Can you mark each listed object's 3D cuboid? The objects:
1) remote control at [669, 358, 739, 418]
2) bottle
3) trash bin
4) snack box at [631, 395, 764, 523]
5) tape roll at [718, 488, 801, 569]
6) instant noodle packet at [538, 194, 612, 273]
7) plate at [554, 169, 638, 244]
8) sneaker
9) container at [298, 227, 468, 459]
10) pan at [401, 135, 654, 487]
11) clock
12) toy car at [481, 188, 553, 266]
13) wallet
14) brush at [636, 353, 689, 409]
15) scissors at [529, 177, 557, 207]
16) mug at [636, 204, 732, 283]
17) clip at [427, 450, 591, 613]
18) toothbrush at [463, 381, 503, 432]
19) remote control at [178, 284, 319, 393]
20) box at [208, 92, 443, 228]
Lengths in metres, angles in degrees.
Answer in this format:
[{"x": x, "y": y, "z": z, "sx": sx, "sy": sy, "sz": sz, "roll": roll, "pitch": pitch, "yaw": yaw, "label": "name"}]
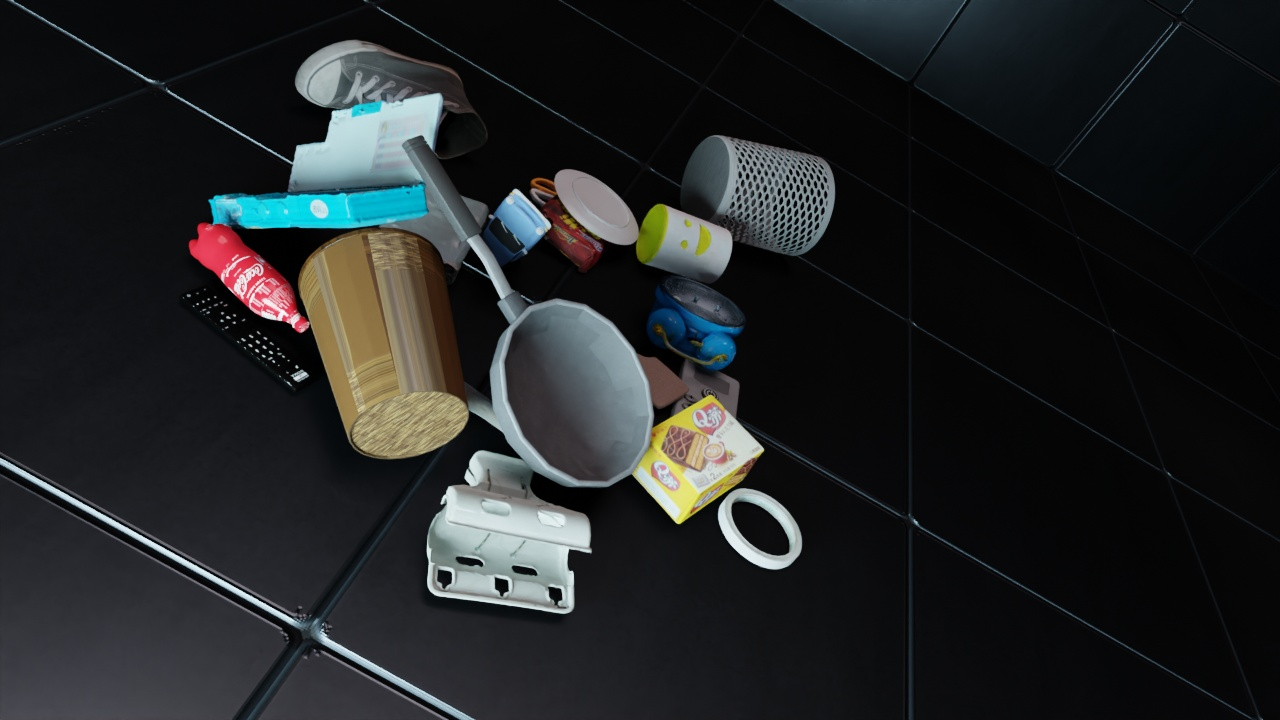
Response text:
[{"x": 0.074, "y": 0.054, "z": 1.046, "sx": 0.074, "sy": 0.019, "sz": 0.150, "roll": 27, "pitch": 34, "yaw": -8, "label": "remote control"}, {"x": -0.359, "y": -0.075, "z": 0.848, "sx": 0.141, "sy": 0.042, "sz": 0.041, "roll": 40, "pitch": 35, "yaw": 12, "label": "bottle"}, {"x": 0.172, "y": -0.252, "z": 1.391, "sx": 0.183, "sy": 0.157, "sz": 0.156, "roll": 7, "pitch": 41, "yaw": -28, "label": "trash bin"}, {"x": 0.055, "y": 0.098, "z": 0.923, "sx": 0.105, "sy": 0.061, "sz": 0.083, "roll": -27, "pitch": 65, "yaw": -39, "label": "snack box"}, {"x": 0.123, "y": 0.172, "z": 0.942, "sx": 0.093, "sy": 0.013, "sz": 0.092, "roll": 20, "pitch": 35, "yaw": -16, "label": "tape roll"}, {"x": -0.079, "y": -0.176, "z": 1.191, "sx": 0.098, "sy": 0.040, "sz": 0.135, "roll": 43, "pitch": 32, "yaw": -8, "label": "instant noodle packet"}, {"x": -0.054, "y": -0.206, "z": 1.203, "sx": 0.134, "sy": 0.011, "sz": 0.134, "roll": 29, "pitch": 34, "yaw": -23, "label": "plate"}, {"x": -0.310, "y": -0.326, "z": 1.165, "sx": 0.234, "sy": 0.095, "sz": 0.120, "roll": 2, "pitch": 44, "yaw": -47, "label": "sneaker"}, {"x": -0.220, "y": -0.011, "z": 0.807, "sx": 0.132, "sy": 0.132, "sz": 0.167, "roll": 3, "pitch": 50, "yaw": -36, "label": "container"}, {"x": -0.112, "y": -0.042, "z": 0.833, "sx": 0.178, "sy": 0.041, "sz": 0.357, "roll": -39, "pitch": 100, "yaw": -47, "label": "pan"}, {"x": 0.063, "y": -0.043, "z": 1.106, "sx": 0.117, "sy": 0.060, "sz": 0.161, "roll": 26, "pitch": 26, "yaw": -5, "label": "clock"}, {"x": -0.144, "y": -0.145, "z": 1.032, "sx": 0.056, "sy": 0.154, "sz": 0.054, "roll": 46, "pitch": 72, "yaw": -9, "label": "toy car"}, {"x": -0.234, "y": -0.141, "z": 1.023, "sx": 0.100, "sy": 0.054, "sz": 0.131, "roll": 19, "pitch": 37, "yaw": -3, "label": "wallet"}, {"x": -0.006, "y": 0.006, "z": 1.046, "sx": 0.049, "sy": 0.015, "sz": 0.135, "roll": -30, "pitch": 58, "yaw": -31, "label": "brush"}, {"x": -0.093, "y": -0.211, "z": 1.255, "sx": 0.128, "sy": 0.013, "sz": 0.065, "roll": 23, "pitch": 39, "yaw": -16, "label": "scissors"}, {"x": 0.059, "y": -0.157, "z": 1.244, "sx": 0.106, "sy": 0.083, "sz": 0.082, "roll": 16, "pitch": 37, "yaw": -24, "label": "mug"}, {"x": -0.107, "y": 0.127, "z": 0.762, "sx": 0.126, "sy": 0.105, "sz": 0.151, "roll": 18, "pitch": 47, "yaw": -24, "label": "clip"}, {"x": -0.163, "y": 0.038, "z": 0.882, "sx": 0.185, "sy": 0.022, "sz": 0.024, "roll": 32, "pitch": -2, "yaw": 3, "label": "toothbrush"}, {"x": -0.348, "y": -0.020, "z": 0.817, "sx": 0.140, "sy": 0.009, "sz": 0.030, "roll": 37, "pitch": 34, "yaw": 8, "label": "remote control"}, {"x": -0.292, "y": -0.173, "z": 0.888, "sx": 0.228, "sy": 0.084, "sz": 0.171, "roll": 6, "pitch": 50, "yaw": 37, "label": "box"}]
